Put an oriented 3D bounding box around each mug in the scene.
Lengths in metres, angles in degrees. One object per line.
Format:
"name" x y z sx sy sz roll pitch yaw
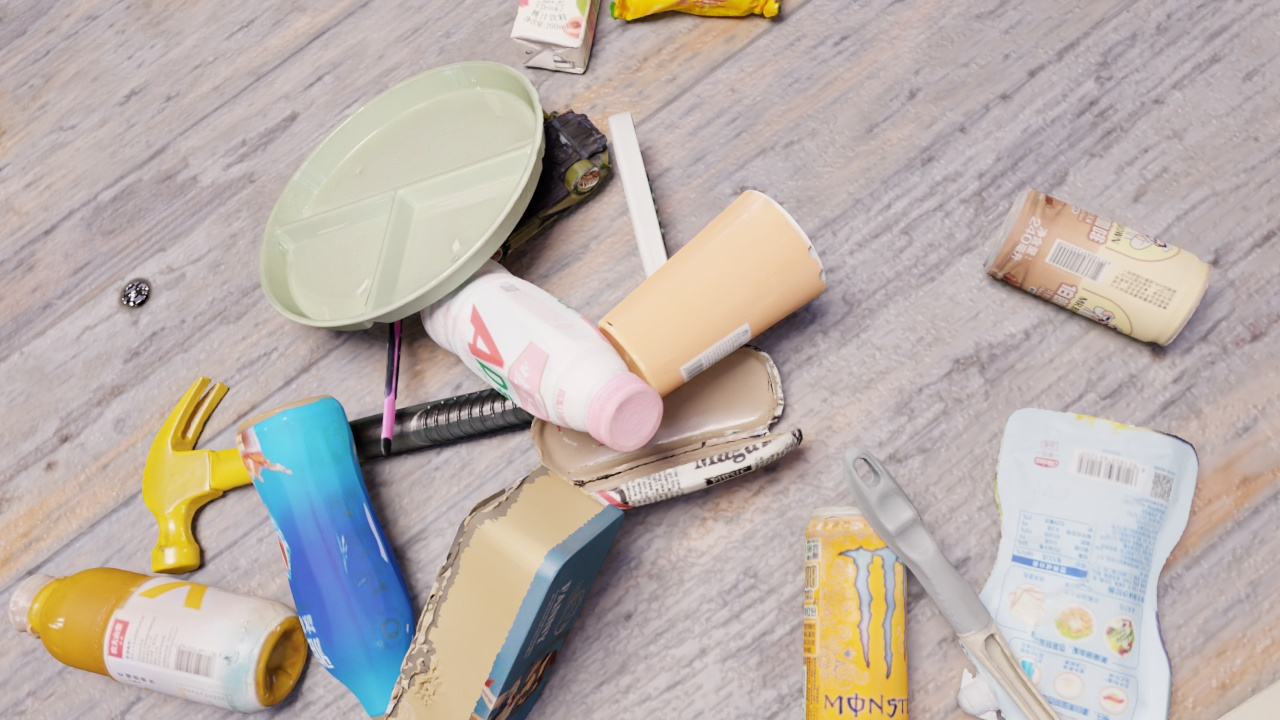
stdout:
"mug" 0.040 -0.035 0.549 0.122 0.078 0.078 -38 71 -9

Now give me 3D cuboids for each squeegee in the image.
"squeegee" 0.185 0.149 0.491 0.246 0.039 0.246 -36 80 -4

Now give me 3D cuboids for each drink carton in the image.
"drink carton" -0.057 -0.281 0.691 0.053 0.045 0.122 10 76 6

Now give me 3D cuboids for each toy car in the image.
"toy car" -0.092 -0.116 0.649 0.158 0.042 0.070 -38 70 -2

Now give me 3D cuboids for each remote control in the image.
"remote control" 0.003 -0.098 0.621 0.019 0.056 0.135 -14 71 2

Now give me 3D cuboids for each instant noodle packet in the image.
"instant noodle packet" 0.041 -0.304 0.685 0.128 0.044 0.110 1 69 10

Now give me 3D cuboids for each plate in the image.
"plate" -0.162 -0.114 0.628 0.231 0.027 0.229 -14 53 20

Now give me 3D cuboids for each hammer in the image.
"hammer" -0.194 0.054 0.619 0.301 0.033 0.128 -12 73 5

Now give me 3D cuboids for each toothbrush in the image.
"toothbrush" -0.168 -0.017 0.622 0.018 0.014 0.188 -16 54 16

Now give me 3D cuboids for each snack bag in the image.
"snack bag" 0.249 0.127 0.524 0.110 0.039 0.190 14 79 10

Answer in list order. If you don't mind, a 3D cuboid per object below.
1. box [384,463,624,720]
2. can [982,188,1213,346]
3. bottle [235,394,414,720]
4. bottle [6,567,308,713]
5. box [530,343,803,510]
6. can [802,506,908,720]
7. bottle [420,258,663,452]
"box" -0.075 0.141 0.508 0.062 0.089 0.185 33 116 14
"can" 0.277 -0.058 0.563 0.116 0.058 0.058 27 79 15
"bottle" -0.181 0.132 0.559 0.065 0.065 0.218 -20 89 2
"bottle" -0.309 0.172 0.583 0.190 0.068 0.068 8 75 12
"box" 0.015 0.048 0.559 0.162 0.086 0.075 -15 109 -1
"can" 0.122 0.160 0.522 0.058 0.058 0.145 1 74 9
"bottle" -0.063 -0.006 0.555 0.068 0.068 0.197 -50 45 -8
